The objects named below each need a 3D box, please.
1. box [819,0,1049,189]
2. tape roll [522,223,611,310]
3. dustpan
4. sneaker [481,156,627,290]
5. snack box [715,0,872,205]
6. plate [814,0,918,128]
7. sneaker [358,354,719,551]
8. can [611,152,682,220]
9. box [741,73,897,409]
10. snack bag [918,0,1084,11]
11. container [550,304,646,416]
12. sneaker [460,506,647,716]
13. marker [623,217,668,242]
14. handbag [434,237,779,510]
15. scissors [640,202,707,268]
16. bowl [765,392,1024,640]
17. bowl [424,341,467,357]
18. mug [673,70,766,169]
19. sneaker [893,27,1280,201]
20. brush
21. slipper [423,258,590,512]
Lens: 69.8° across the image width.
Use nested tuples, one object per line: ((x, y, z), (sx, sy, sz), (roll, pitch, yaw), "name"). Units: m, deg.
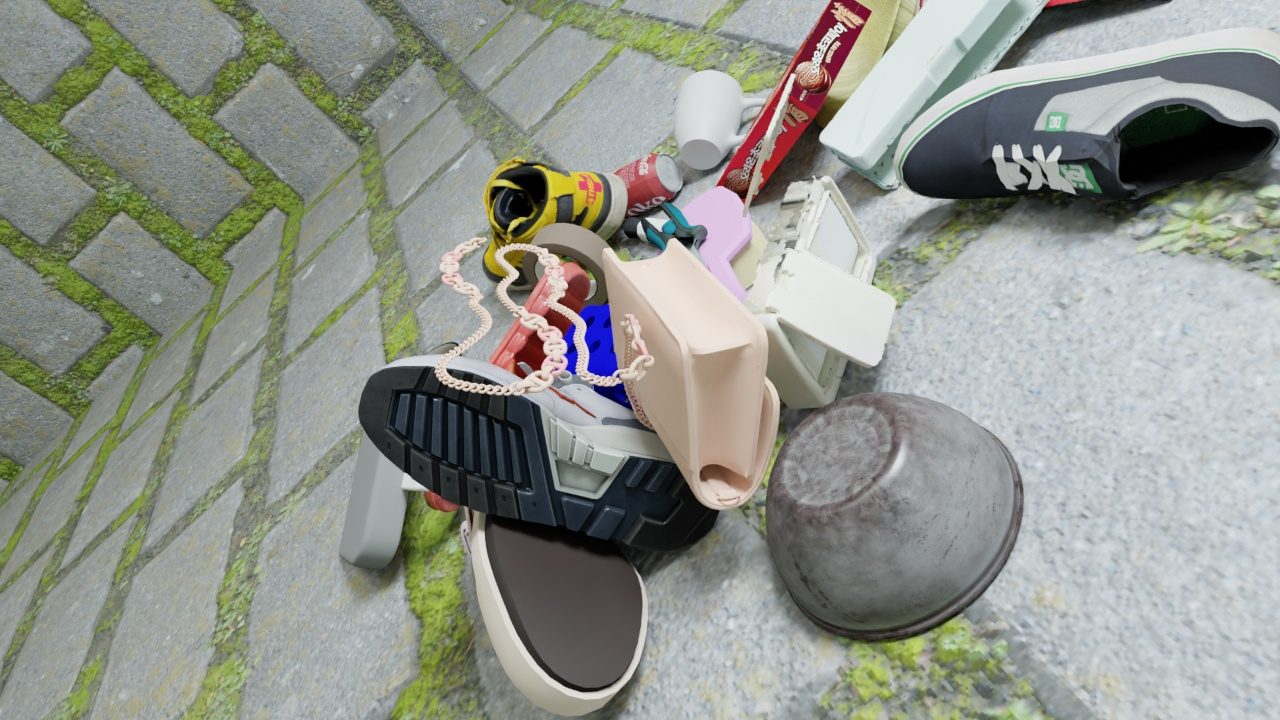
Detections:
((0.227, -0.236, 0.724), (0.086, 0.072, 0.199), (42, 99, 24), "box")
((-0.070, -0.093, 0.923), (0.094, 0.093, 0.030), (-16, 40, 41), "tape roll")
((-0.230, 0.107, 0.834), (0.258, 0.033, 0.163), (164, 117, -66), "dustpan")
((-0.133, -0.143, 1.006), (0.239, 0.122, 0.086), (-26, 69, 41), "sneaker")
((0.135, -0.232, 0.830), (0.132, 0.036, 0.152), (-60, 3, -26), "snack box")
((0.212, -0.300, 0.837), (0.184, 0.036, 0.184), (-170, 91, -79), "plate")
((-0.067, 0.049, 0.622), (0.089, 0.239, 0.124), (-62, 17, 15), "sneaker")
((-0.004, -0.189, 1.005), (0.097, 0.054, 0.053), (-17, 39, 40), "can")
((0.109, -0.073, 0.589), (0.081, 0.181, 0.143), (-5, 50, 39), "box")
((0.345, -0.320, 0.755), (0.208, 0.067, 0.138), (8, 51, 44), "snack bag")
((-0.004, 0.004, 0.727), (0.114, 0.084, 0.085), (0, 53, 53), "container")
((-0.084, 0.145, 0.650), (0.117, 0.111, 0.293), (-63, 26, 22), "sneaker")
((0.019, -0.131, 0.931), (0.025, 0.025, 0.126), (-51, 30, -11), "marker")
((-0.032, 0.008, 0.556), (0.187, 0.117, 0.198), (-9, 30, -15), "handbag")
((0.035, -0.112, 0.801), (0.130, 0.019, 0.134), (-11, 45, 44), "scissors")
((0.123, 0.069, 0.499), (0.145, 0.067, 0.144), (-32, 32, 22), "bowl")
((-0.210, 0.043, 0.959), (0.116, 0.059, 0.115), (-31, 32, 22), "bowl")
((0.087, -0.249, 0.968), (0.107, 0.071, 0.089), (1, 56, 16), "mug")
((0.262, -0.132, 0.571), (0.236, 0.084, 0.078), (-6, 47, 44), "sneaker")
((0.071, -0.074, 0.773), (0.089, 0.043, 0.228), (-37, 30, 13), "brush")
((-0.102, 0.030, 0.806), (0.059, 0.103, 0.248), (29, 85, 17), "slipper")
